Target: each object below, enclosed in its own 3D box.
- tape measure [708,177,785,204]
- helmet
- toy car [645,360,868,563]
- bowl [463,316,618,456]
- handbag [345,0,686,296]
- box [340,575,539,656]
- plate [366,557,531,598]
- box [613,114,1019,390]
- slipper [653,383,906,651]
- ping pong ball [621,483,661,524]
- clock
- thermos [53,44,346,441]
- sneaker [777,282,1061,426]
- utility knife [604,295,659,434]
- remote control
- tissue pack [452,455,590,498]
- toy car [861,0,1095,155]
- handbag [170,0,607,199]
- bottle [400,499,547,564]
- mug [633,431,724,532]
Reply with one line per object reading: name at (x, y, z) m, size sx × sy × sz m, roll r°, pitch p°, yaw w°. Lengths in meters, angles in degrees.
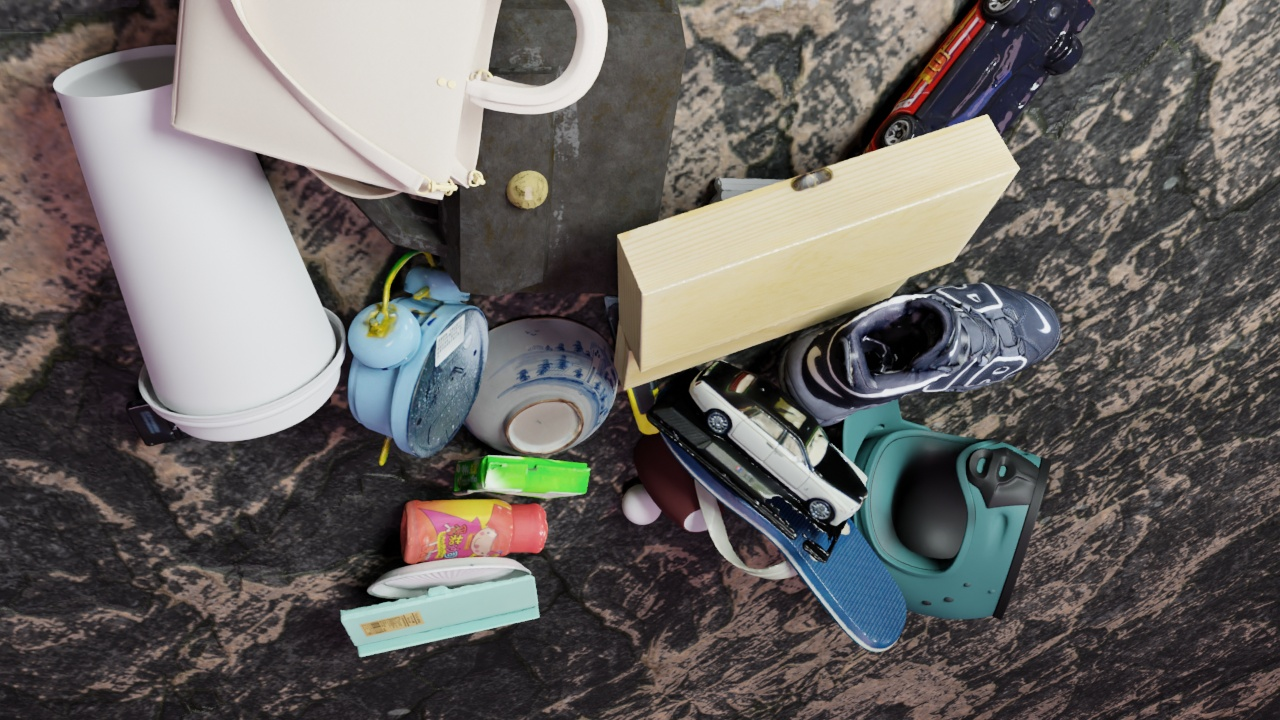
tape measure at (0.081, -0.112, 0.705) m, size 0.060 × 0.020 × 0.062 m, roll -2°, pitch 134°, yaw -17°
helmet at (0.272, 0.138, 0.893) m, size 0.200 × 0.176 × 0.275 m, roll 16°, pitch 150°, yaw 23°
toy car at (0.109, 0.068, 0.763) m, size 0.192 × 0.093 × 0.071 m, roll 41°, pitch 130°, yaw 6°
bowl at (-0.084, 0.037, 0.768) m, size 0.150 × 0.056 × 0.151 m, roll -9°, pitch 135°, yaw -10°
handbag at (-0.083, -0.130, 0.573) m, size 0.199 × 0.102 × 0.198 m, roll -5°, pitch 134°, yaw -15°
box at (-0.196, 0.258, 0.928) m, size 0.187 × 0.052 × 0.139 m, roll -11°, pitch 164°, yaw -9°
plate at (-0.186, 0.212, 0.896) m, size 0.157 × 0.014 × 0.157 m, roll -8°, pitch 159°, yaw -3°
box at (0.103, -0.058, 0.661) m, size 0.247 × 0.068 × 0.254 m, roll -18°, pitch 169°, yaw -8°
slipper at (0.119, 0.137, 0.818) m, size 0.118 × 0.295 × 0.060 m, roll -36°, pitch 171°, yaw -42°
ping pong ball at (0.002, 0.143, 0.912) m, size 0.040 × 0.040 × 0.040 m, roll -10°, pitch 135°, yaw -10°
clock at (-0.159, -0.005, 0.663) m, size 0.060 × 0.117 × 0.162 m, roll 18°, pitch 125°, yaw 12°
thermos at (-0.268, -0.069, 0.564) m, size 0.131 × 0.131 × 0.222 m, roll -10°, pitch 128°, yaw -9°
sneaker at (0.247, -0.020, 0.747) m, size 0.252 × 0.097 × 0.151 m, roll -14°, pitch 173°, yaw -9°
utility knife at (-0.005, 0.005, 0.792) m, size 0.029 × 0.020 × 0.173 m, roll -19°, pitch 135°, yaw -3°
remote control at (-0.316, 0.031, 0.711) m, size 0.140 × 0.021 × 0.045 m, roll -13°, pitch 137°, yaw -14°
tissue pack at (-0.108, 0.104, 0.808) m, size 0.099 × 0.034 × 0.114 m, roll 7°, pitch 169°, yaw -25°
toy car at (0.236, -0.193, 0.656) m, size 0.081 × 0.056 × 0.190 m, roll 21°, pitch 118°, yaw -35°
handbag at (-0.114, -0.173, 0.451) m, size 0.198 × 0.101 × 0.195 m, roll 19°, pitch 112°, yaw 4°
bottle at (-0.156, 0.161, 0.870) m, size 0.134 × 0.048 × 0.072 m, roll 1°, pitch 135°, yaw -21°
mug at (0.051, 0.124, 0.876) m, size 0.087 × 0.088 × 0.114 m, roll -27°, pitch 135°, yaw 8°
